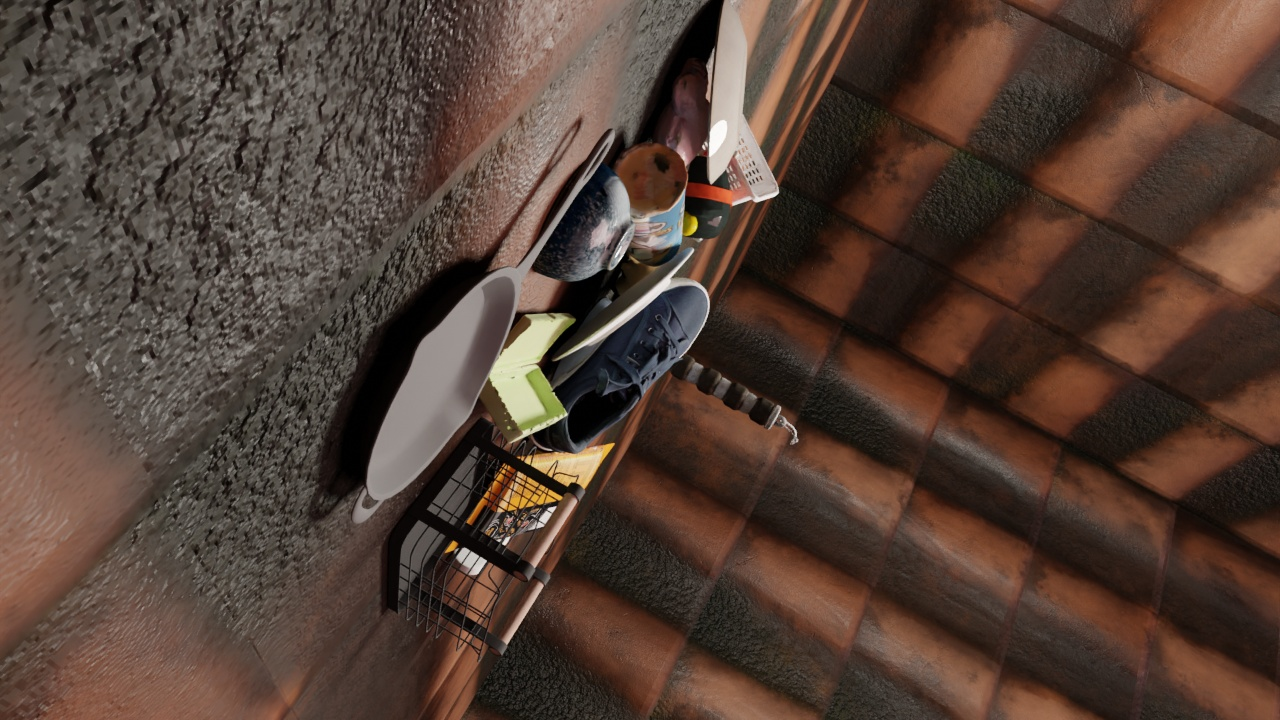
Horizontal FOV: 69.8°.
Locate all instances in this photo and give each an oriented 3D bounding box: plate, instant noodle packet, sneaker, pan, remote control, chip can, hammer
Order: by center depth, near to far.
[{"bbox_3d":[-0.118,-0.039,0.685,0.354,0.024,0.217,-58,174,-14],"label":"pan"},{"bbox_3d":[0.094,-0.281,0.967,0.188,0.027,0.188,7,88,-83],"label":"plate"},{"bbox_3d":[0.009,-0.157,0.975,0.079,0.080,0.229,-60,175,-5],"label":"chip can"},{"bbox_3d":[-0.018,-0.061,1.067,0.209,0.015,0.208,-38,-172,6],"label":"plate"},{"bbox_3d":[-0.007,0.006,1.113,0.294,0.121,0.127,-44,-149,-19],"label":"sneaker"},{"bbox_3d":[-0.137,0.173,1.178,0.160,0.032,0.220,-54,154,20],"label":"instant noodle packet"},{"bbox_3d":[-0.210,0.246,1.217,0.013,0.043,0.136,-62,174,17],"label":"remote control"},{"bbox_3d":[0.093,0.026,1.345,0.079,0.326,0.177,-54,172,-48],"label":"hammer"}]

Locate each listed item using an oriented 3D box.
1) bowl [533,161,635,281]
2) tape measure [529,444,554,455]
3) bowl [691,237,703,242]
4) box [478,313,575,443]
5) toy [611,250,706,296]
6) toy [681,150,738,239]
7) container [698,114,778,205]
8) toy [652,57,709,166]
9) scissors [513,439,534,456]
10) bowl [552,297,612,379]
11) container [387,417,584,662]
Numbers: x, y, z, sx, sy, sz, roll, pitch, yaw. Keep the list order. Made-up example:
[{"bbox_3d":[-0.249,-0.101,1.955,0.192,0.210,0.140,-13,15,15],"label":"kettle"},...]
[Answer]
[{"bbox_3d":[-0.040,-0.115,0.816,0.114,0.061,0.114,-61,174,-10],"label":"bowl"},{"bbox_3d":[-0.128,0.132,1.237,0.063,0.038,0.067,-65,174,34],"label":"tape measure"},{"bbox_3d":[0.083,-0.232,1.300,0.116,0.066,0.116,-59,174,-10],"label":"bowl"},{"bbox_3d":[-0.112,0.012,0.906,0.188,0.064,0.130,-29,128,-81],"label":"box"},{"bbox_3d":[0.018,-0.103,1.215,0.106,0.108,0.134,-34,-177,17],"label":"toy"},{"bbox_3d":[0.070,-0.213,1.164,0.099,0.098,0.119,4,94,-38],"label":"toy"},{"bbox_3d":[0.122,-0.263,1.211,0.050,0.129,0.080,-25,-178,36],"label":"container"},{"bbox_3d":[0.046,-0.255,0.944,0.108,0.053,0.105,-61,167,-45],"label":"toy"},{"bbox_3d":[-0.157,0.130,1.254,0.199,0.015,0.179,-61,175,-2],"label":"scissors"},{"bbox_3d":[-0.051,-0.001,1.226,0.150,0.075,0.151,-59,175,-9],"label":"bowl"},{"bbox_3d":[-0.160,0.194,0.955,0.162,0.130,0.242,-56,173,-36],"label":"container"}]
